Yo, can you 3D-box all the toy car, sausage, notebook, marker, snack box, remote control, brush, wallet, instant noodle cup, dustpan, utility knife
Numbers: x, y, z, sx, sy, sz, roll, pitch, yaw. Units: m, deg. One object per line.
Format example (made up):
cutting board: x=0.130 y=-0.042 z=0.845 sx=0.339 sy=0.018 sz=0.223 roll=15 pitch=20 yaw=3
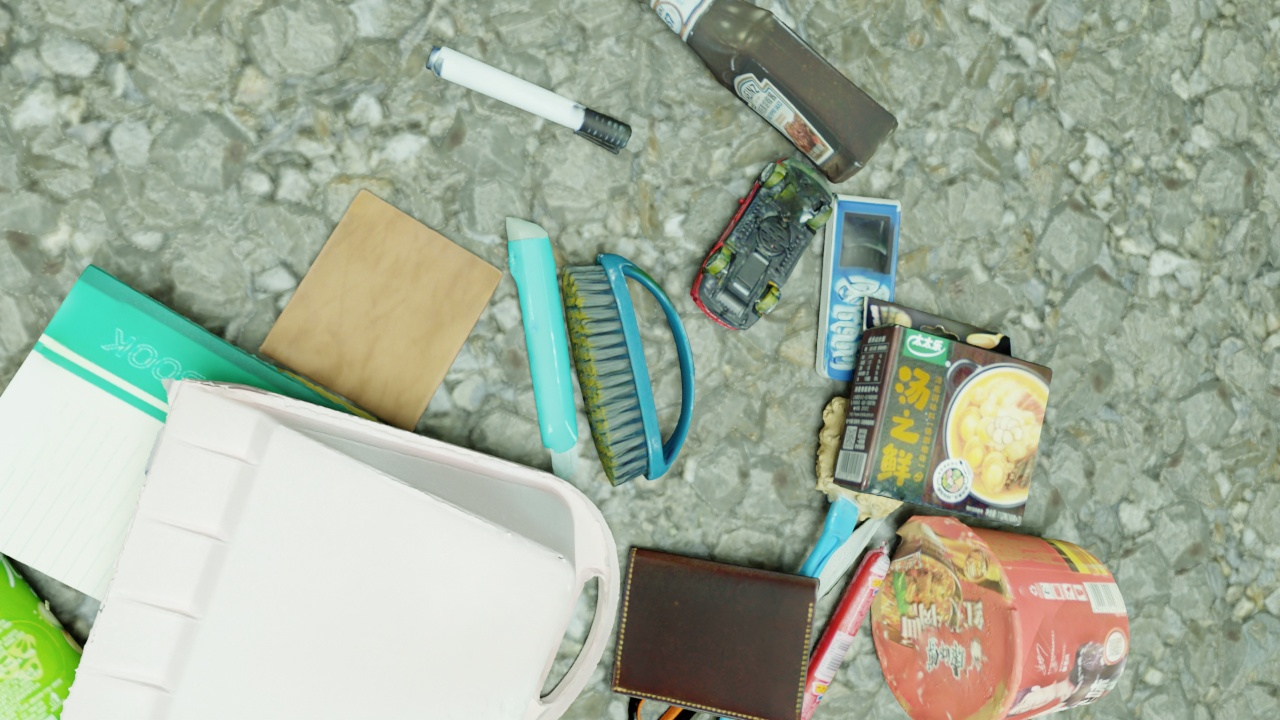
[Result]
toy car: x=0.076 y=-0.075 z=0.588 sx=0.053 sy=0.045 sz=0.120 roll=38 pitch=76 yaw=-13
sausage: x=0.132 y=0.192 z=0.622 sx=0.020 sy=0.020 sz=0.156 roll=27 pitch=92 yaw=-13
notebook: x=-0.232 y=0.068 z=0.484 sx=0.209 sy=0.012 sz=0.150 roll=33 pitch=88 yaw=-13
marker: x=-0.068 y=-0.160 z=0.565 sx=0.130 sy=0.018 sz=0.022 roll=19 pitch=97 yaw=-14
snack box: x=0.190 y=0.031 z=0.579 sx=0.113 sy=0.053 sz=0.125 roll=14 pitch=86 yaw=-13
remote control: x=0.145 y=-0.048 z=0.616 sx=0.049 sy=0.024 sz=0.125 roll=4 pitch=93 yaw=-14
brush: x=-0.003 y=0.003 z=0.568 sx=0.073 sy=0.055 sz=0.144 roll=-14 pitch=95 yaw=-12
wallet: x=-0.152 y=-0.029 z=0.551 sx=0.101 sy=0.020 sz=0.115 roll=32 pitch=82 yaw=-12
brush: x=0.118 y=0.129 z=0.602 sx=0.083 sy=0.046 sz=0.254 roll=30 pitch=83 yaw=-11
instant noodle cup: x=0.235 y=0.172 z=0.596 sx=0.108 sy=0.138 sz=0.138 roll=5 pitch=91 yaw=-22
wallet: x=0.046 y=0.175 z=0.578 sx=0.122 sy=0.020 sz=0.096 roll=8 pitch=88 yaw=12
dustpan: x=-0.141 y=0.145 z=0.507 sx=0.273 sy=0.139 sz=0.222 roll=24 pitch=94 yaw=-10
utility knife: x=-0.060 y=-0.006 z=0.577 sx=0.029 sy=0.013 sz=0.171 roll=-9 pitch=98 yaw=-10

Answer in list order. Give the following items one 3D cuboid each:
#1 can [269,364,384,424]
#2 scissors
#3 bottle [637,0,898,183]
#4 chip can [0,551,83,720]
can: x=-0.194 y=0.062 z=0.526 sx=0.102 sy=0.057 sz=0.083 roll=32 pitch=87 yaw=-13
scissors: x=0.079 y=0.174 z=0.612 sx=0.125 sy=0.022 sz=0.234 roll=28 pitch=86 yaw=-13
bottle: x=0.067 y=-0.188 z=0.564 sx=0.195 sy=0.080 sz=0.044 roll=40 pitch=88 yaw=-3
chip can: x=-0.355 y=0.141 z=0.483 sx=0.072 sy=0.072 sz=0.221 roll=-35 pitch=99 yaw=-10
